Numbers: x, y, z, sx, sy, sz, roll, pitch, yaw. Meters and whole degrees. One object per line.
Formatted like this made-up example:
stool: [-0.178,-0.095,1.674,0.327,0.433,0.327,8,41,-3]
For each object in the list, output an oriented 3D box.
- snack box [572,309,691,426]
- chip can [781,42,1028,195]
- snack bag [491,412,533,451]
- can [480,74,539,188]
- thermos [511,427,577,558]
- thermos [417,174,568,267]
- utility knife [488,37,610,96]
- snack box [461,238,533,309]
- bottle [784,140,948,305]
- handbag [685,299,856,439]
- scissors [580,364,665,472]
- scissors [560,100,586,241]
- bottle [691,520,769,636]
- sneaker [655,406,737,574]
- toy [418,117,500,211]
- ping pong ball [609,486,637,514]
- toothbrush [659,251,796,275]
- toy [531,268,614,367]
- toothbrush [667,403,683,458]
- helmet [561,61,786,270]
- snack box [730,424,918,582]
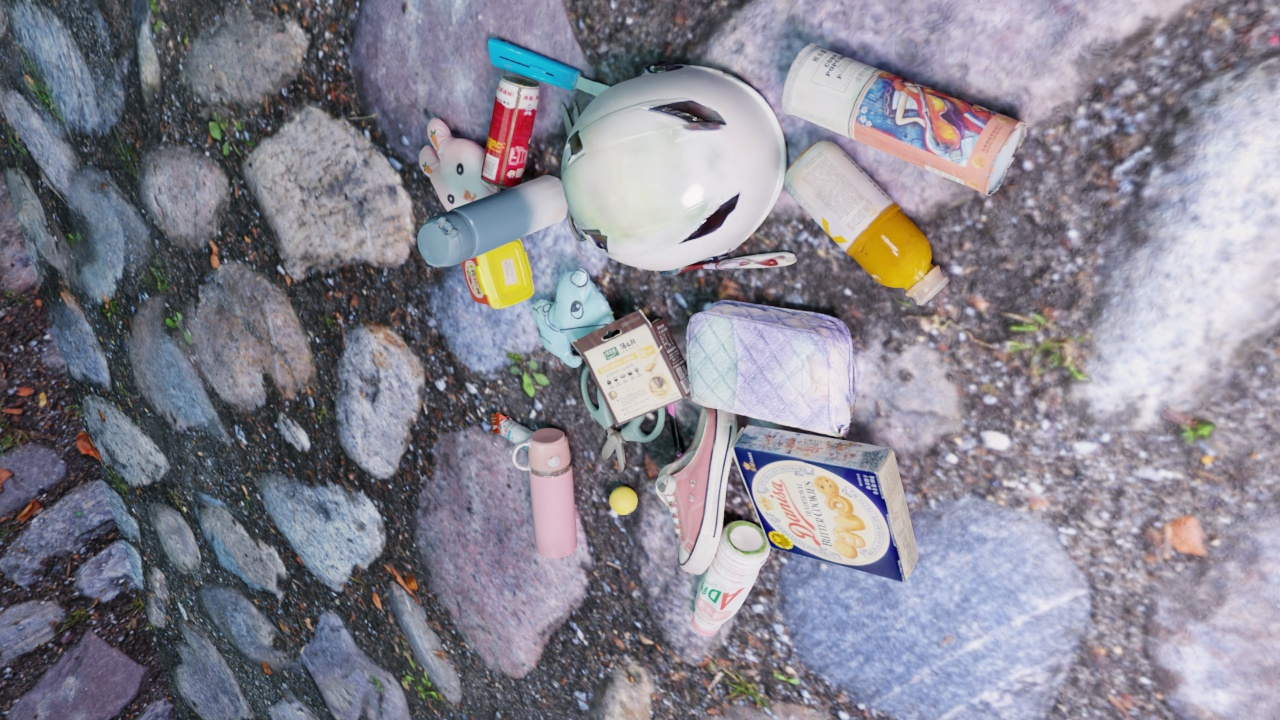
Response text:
snack box: [-0.007,0.007,1.170,0.113,0.053,0.125,-24,93,29]
chip can: [0.240,-0.225,0.853,0.215,0.071,0.071,31,128,24]
snack bag: [-0.187,0.115,1.409,0.104,0.026,0.048,28,138,27]
can: [-0.165,-0.289,1.161,0.053,0.053,0.133,30,120,25]
thermos: [-0.142,0.200,1.374,0.067,0.087,0.199,-126,29,-59]
thermos: [-0.177,-0.171,1.125,0.070,0.219,0.070,18,123,30]
utility knife: [-0.108,-0.351,1.117,0.205,0.018,0.034,27,125,26]
snack box: [-0.200,-0.122,1.271,0.080,0.081,0.091,6,114,53]
bottle: [0.226,-0.134,0.911,0.189,0.067,0.068,48,133,10]
handbag: [0.148,0.007,1.042,0.194,0.075,0.134,14,119,36]
scissors: [-0.040,0.070,1.270,0.176,0.019,0.175,45,133,12]
scissors: [-0.065,-0.232,1.147,0.150,0.014,0.171,38,126,19]
bottle: [0.113,0.298,1.224,0.068,0.068,0.197,35,132,22]
sneaker: [0.061,0.162,1.163,0.088,0.118,0.241,6,115,-5]
toy: [-0.252,-0.258,1.262,0.159,0.054,0.122,44,131,21]
ping pong ball: [-0.024,0.199,1.304,0.040,0.040,0.040,18,122,32]
toothbrush: [0.097,-0.111,1.065,0.188,0.017,0.016,0,112,41]
toy: [-0.088,-0.054,1.227,0.156,0.049,0.161,13,128,34]
toothbrush: [0.050,0.120,1.221,0.014,0.017,0.189,2,111,41]
helmet: [0.014,-0.202,1.001,0.259,0.145,0.229,-2,110,40]
snack box: [0.212,0.162,1.051,0.183,0.045,0.178,7,134,37]
